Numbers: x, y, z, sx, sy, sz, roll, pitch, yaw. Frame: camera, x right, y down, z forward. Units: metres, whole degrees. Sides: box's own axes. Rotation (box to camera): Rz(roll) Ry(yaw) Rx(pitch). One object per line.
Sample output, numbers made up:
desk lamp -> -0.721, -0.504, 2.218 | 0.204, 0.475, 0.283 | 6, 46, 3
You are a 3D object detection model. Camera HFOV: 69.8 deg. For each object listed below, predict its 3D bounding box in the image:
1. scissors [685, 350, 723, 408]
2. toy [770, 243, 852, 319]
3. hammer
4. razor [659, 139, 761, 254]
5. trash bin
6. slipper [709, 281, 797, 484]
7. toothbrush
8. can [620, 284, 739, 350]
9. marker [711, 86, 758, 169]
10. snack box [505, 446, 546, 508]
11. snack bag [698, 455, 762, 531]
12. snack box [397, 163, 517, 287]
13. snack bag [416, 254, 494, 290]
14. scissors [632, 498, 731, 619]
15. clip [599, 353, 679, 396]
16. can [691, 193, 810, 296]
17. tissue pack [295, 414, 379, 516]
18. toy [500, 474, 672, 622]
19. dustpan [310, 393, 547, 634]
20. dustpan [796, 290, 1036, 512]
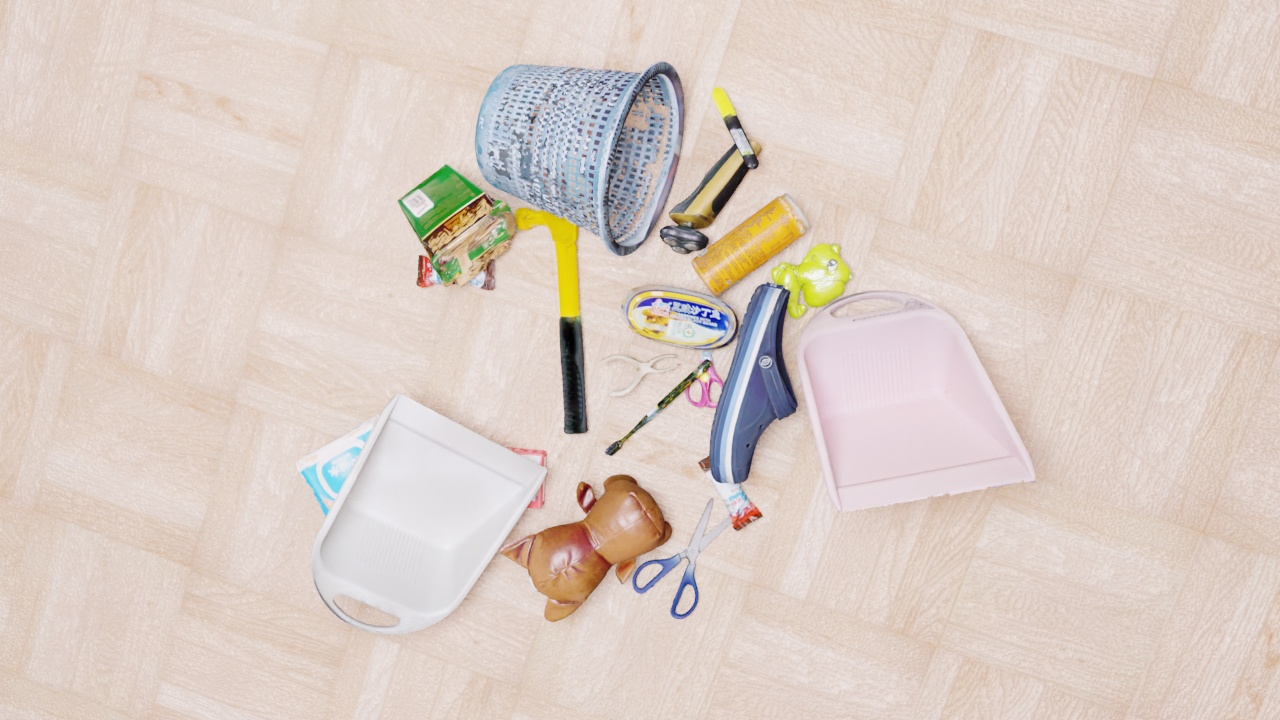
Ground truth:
scissors -> 0.085, -0.005, 1.182 | 0.054, 0.017, 0.133 | 2, 92, 15
toy -> 0.213, -0.099, 1.150 | 0.100, 0.031, 0.097 | 4, 100, 10
hammer -> -0.091, -0.054, 1.189 | 0.129, 0.032, 0.301 | -2, 95, 8
razor -> 0.092, -0.204, 1.144 | 0.067, 0.062, 0.167 | 40, 94, 34
trash bin -> -0.078, -0.258, 1.092 | 0.195, 0.226, 0.226 | 19, 97, 18
slipper -> 0.151, 0.032, 1.127 | 0.095, 0.105, 0.253 | 15, 94, 16
toothbrush -> 0.021, 0.062, 1.186 | 0.186, 0.017, 0.012 | -43, 72, 14
can -> 0.050, -0.054, 1.157 | 0.148, 0.049, 0.074 | 13, 90, 10
marker -> 0.117, -0.285, 1.129 | 0.018, 0.015, 0.124 | -25, 70, 9
snack box -> -0.203, 0.152, 1.224 | 0.153, 0.025, 0.075 | 4, 97, 7
snack bag -> 0.116, 0.167, 1.186 | 0.048, 0.026, 0.104 | -28, 93, -25
snack box -> -0.235, -0.172, 1.143 | 0.118, 0.118, 0.105 | -41, 77, -11
snack bag -> -0.243, -0.115, 1.203 | 0.105, 0.026, 0.045 | 2, 88, 4
scissors -> 0.055, 0.260, 1.212 | 0.155, 0.012, 0.166 | -1, 94, 6
clip -> -0.010, 0.002, 1.184 | 0.102, 0.035, 0.094 | -38, 91, 4
can -> 0.136, -0.143, 1.140 | 0.146, 0.058, 0.058 | -36, 90, 8
tissue pack -> -0.383, 0.141, 1.225 | 0.140, 0.063, 0.090 | -29, 93, 8
toy -> -0.066, 0.234, 1.173 | 0.199, 0.131, 0.140 | -36, 89, -13
dustpan -> -0.279, 0.213, 1.142 | 0.222, 0.142, 0.258 | 30, 121, -21
dustpan -> 0.294, 0.033, 1.062 | 0.222, 0.273, 0.139 | -11, 116, -2
